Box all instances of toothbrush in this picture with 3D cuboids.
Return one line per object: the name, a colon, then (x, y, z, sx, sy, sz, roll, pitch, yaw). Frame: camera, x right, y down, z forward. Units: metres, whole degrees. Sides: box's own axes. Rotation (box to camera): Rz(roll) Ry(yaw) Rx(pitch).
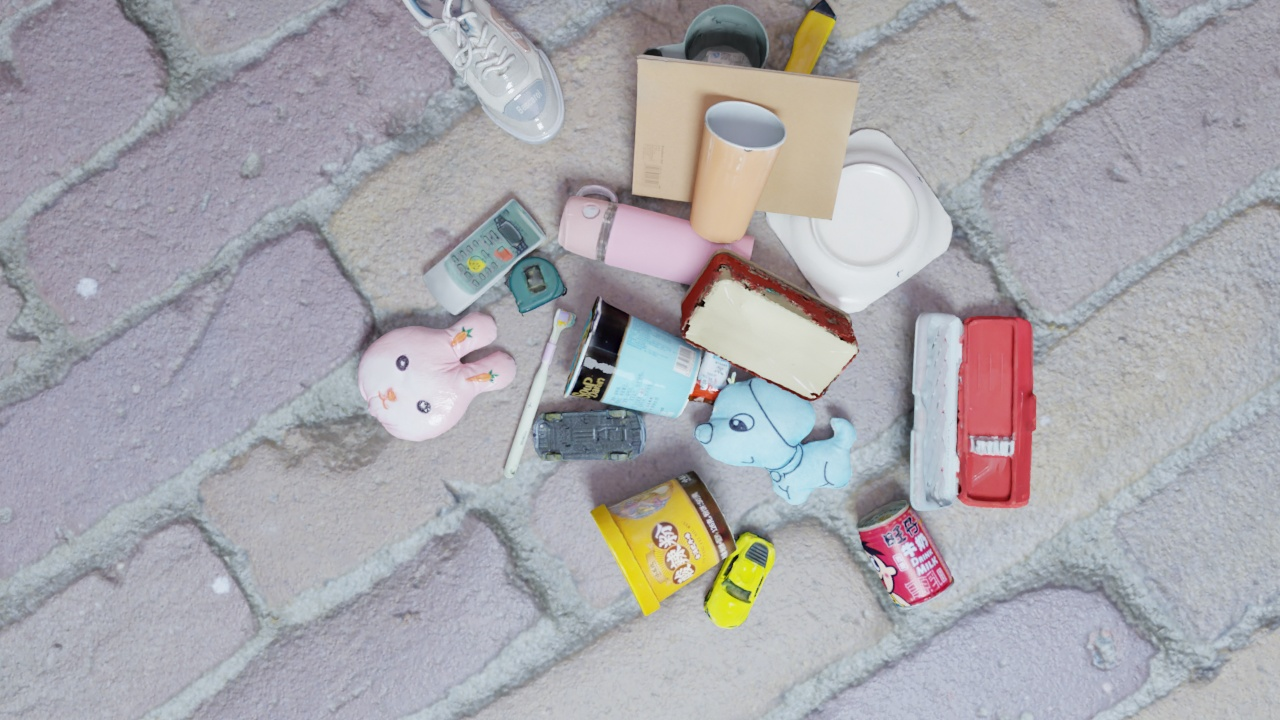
toothbrush: (-0.110, 0.036, 0.980, 0.020, 0.029, 0.189, 20, 91, 44)

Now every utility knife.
utility knife: (0.167, -0.313, 0.981, 0.033, 0.015, 0.154, 26, 91, 8)

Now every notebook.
notebook: (0.097, -0.217, 0.910, 0.211, 0.012, 0.150, 9, 130, 6)

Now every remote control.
remote control: (-0.168, -0.110, 0.983, 0.135, 0.019, 0.056, -40, 88, 0)

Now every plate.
plate: (0.232, -0.150, 0.967, 0.164, 0.034, 0.163, -36, 88, 1)

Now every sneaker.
sneaker: (-0.167, -0.333, 0.953, 0.089, 0.090, 0.242, -41, 89, 1)

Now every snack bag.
snack bag: (0.082, -0.003, 0.971, 0.048, 0.026, 0.104, 13, 88, -12)

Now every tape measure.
tape measure: (-0.113, -0.083, 0.979, 0.058, 0.025, 0.054, -25, 89, 0)

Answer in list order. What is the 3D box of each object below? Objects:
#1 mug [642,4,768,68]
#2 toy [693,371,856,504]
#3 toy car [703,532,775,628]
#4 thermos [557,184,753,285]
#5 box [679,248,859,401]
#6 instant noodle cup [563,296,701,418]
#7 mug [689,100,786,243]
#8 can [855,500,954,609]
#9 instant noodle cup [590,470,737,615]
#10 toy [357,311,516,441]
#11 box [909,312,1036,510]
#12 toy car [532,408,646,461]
mug: (0.064, -0.300, 0.939, 0.124, 0.103, 0.083, -7, 89, 2)
toy: (0.141, 0.078, 0.957, 0.161, 0.050, 0.156, -20, 93, -1)
toy car: (0.105, 0.233, 0.964, 0.048, 0.032, 0.105, 27, 91, 1)
thermos: (0.017, -0.129, 0.961, 0.198, 0.067, 0.087, 15, 60, 3)
box: (0.128, -0.031, 0.910, 0.168, 0.077, 0.091, 25, 120, -15)
instant noodle cup: (-0.006, 0.006, 0.941, 0.120, 0.111, 0.111, 19, 89, -7)
mug: (0.088, -0.179, 0.893, 0.078, 0.123, 0.078, 6, 48, -7)
can: (0.270, 0.198, 0.942, 0.066, 0.066, 0.094, -29, 88, 1)
instant noodle cup: (0.026, 0.179, 0.929, 0.114, 0.118, 0.118, -27, 88, -7)
toy: (-0.216, 0.013, 0.969, 0.159, 0.054, 0.121, -28, 89, -7)
box: (0.335, 0.053, 0.946, 0.159, 0.065, 0.201, 2, 89, -19)
toy car: (-0.054, 0.079, 0.970, 0.121, 0.036, 0.054, -3, 89, 11)
